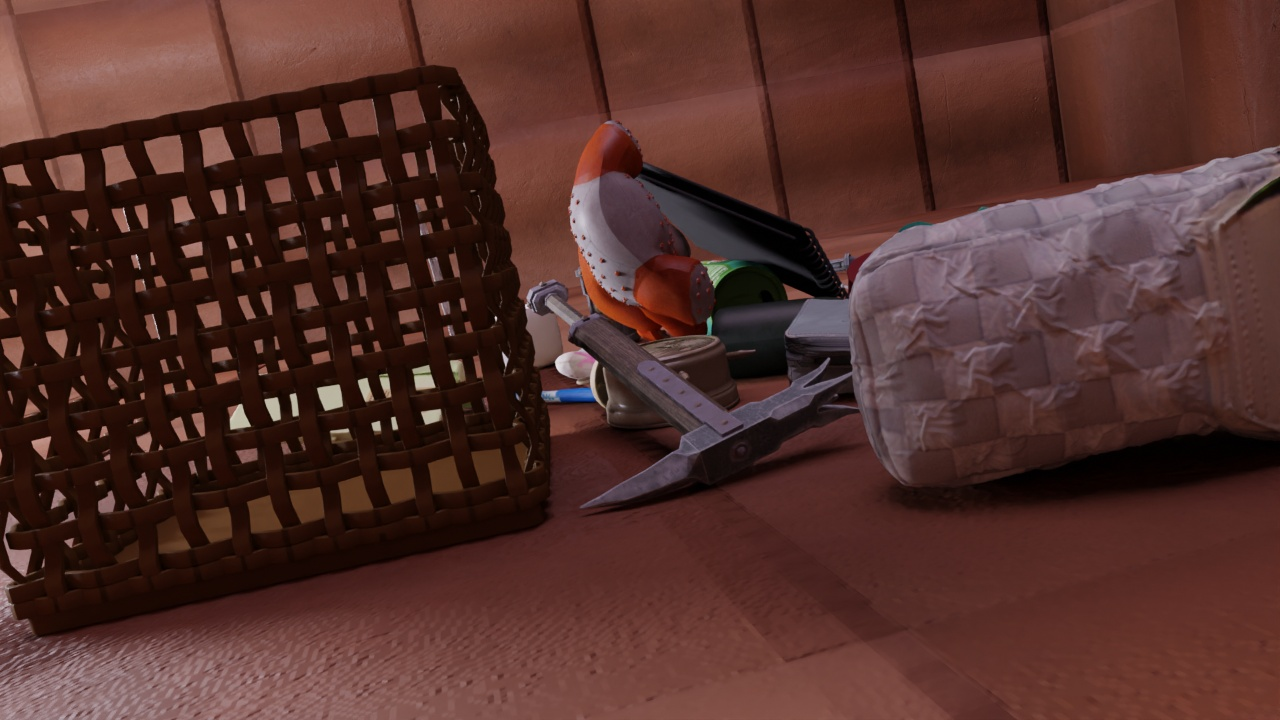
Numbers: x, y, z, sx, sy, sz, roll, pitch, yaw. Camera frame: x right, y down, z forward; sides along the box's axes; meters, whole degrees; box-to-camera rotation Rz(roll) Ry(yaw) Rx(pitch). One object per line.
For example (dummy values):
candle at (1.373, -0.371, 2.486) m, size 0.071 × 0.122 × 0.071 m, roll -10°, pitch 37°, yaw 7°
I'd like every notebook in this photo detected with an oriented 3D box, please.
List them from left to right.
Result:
notebook at (0.092, -0.107, 0.807) m, size 0.169 × 0.019 × 0.231 m, roll 27°, pitch 1°, yaw 22°

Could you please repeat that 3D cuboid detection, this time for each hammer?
hammer at (-0.017, -0.002, 0.575) m, size 0.147 × 0.028 × 0.317 m, roll -25°, pitch 26°, yaw -15°
hammer at (0.084, -0.083, 1.020) m, size 0.323 × 0.098 × 0.044 m, roll -8°, pitch 9°, yaw 25°

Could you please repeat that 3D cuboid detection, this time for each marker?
marker at (-0.076, 0.030, 0.769) m, size 0.142 × 0.013 × 0.013 m, roll -4°, pitch 11°, yaw 43°

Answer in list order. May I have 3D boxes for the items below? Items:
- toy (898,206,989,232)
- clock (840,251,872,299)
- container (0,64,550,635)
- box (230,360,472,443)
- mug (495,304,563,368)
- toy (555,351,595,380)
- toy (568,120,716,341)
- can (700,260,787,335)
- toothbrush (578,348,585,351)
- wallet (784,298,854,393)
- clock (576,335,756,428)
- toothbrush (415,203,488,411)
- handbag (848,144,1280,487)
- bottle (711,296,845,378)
toy at (0.291, -0.076, 0.683) m, size 0.193 × 0.072 × 0.130 m, roll 9°, pitch 36°, yaw 9°
clock at (0.209, -0.048, 0.727) m, size 0.087 × 0.044 × 0.124 m, roll -9°, pitch 33°, yaw -3°
container at (-0.194, -0.014, 0.515) m, size 0.251 × 0.214 × 0.219 m, roll -12°, pitch 8°, yaw -4°
box at (-0.240, 0.033, 0.776) m, size 0.188 × 0.061 × 0.133 m, roll -3°, pitch 12°, yaw 10°
mug at (-0.144, -0.024, 1.042) m, size 0.094 × 0.068 × 0.116 m, roll -18°, pitch 10°, yaw -37°
toy at (-0.004, 0.004, 0.742) m, size 0.076 × 0.037 × 0.125 m, roll -11°, pitch -13°, yaw 37°
toy at (-0.001, -0.082, 0.702) m, size 0.092 × 0.163 × 0.172 m, roll -29°, pitch -9°, yaw -9°
can at (0.083, -0.054, 0.876) m, size 0.083 × 0.083 × 0.144 m, roll -13°, pitch 8°, yaw -9°
toothbrush at (-0.044, -0.007, 0.824) m, size 0.024 × 0.022 × 0.186 m, roll -44°, pitch 3°, yaw -13°
wallet at (0.162, -0.011, 0.587) m, size 0.132 × 0.054 × 0.100 m, roll -6°, pitch 18°, yaw 24°
clock at (0.005, 0.010, 0.645) m, size 0.141 × 0.054 × 0.092 m, roll 0°, pitch 14°, yaw 44°
toothbrush at (-0.151, -0.037, 0.734) m, size 0.010 × 0.181 × 0.010 m, roll -21°, pitch 15°, yaw -24°
handbag at (0.172, -0.015, 0.378) m, size 0.172 × 0.112 × 0.123 m, roll -11°, pitch 9°, yaw 11°
bottle at (0.142, -0.022, 0.676) m, size 0.174 × 0.055 × 0.055 m, roll -7°, pitch 9°, yaw 22°
